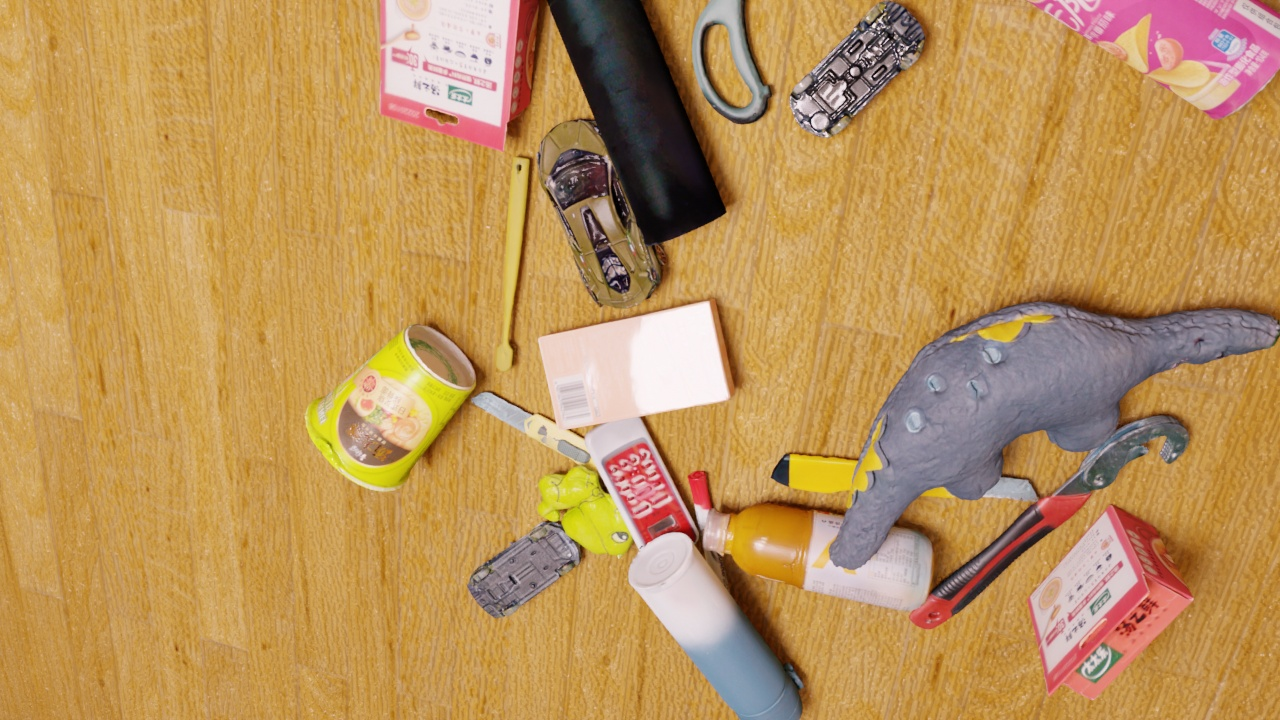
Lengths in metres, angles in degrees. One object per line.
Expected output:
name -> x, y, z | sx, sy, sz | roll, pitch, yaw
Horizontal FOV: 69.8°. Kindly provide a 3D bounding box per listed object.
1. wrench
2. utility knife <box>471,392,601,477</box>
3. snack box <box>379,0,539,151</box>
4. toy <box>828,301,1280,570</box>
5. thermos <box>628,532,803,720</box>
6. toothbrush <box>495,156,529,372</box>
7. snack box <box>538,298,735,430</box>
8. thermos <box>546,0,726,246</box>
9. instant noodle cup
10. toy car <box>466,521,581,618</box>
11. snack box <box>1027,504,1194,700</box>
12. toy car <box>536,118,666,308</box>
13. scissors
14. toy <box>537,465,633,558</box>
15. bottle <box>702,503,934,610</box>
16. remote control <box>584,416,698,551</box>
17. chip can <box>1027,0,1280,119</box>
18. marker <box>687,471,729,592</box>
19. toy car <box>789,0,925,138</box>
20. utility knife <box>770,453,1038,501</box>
wrench -> 0.321, 0.138, 0.747 | 0.056, 0.016, 0.274 | 31, 118, -21
utility knife -> -0.063, 0.080, 0.840 | 0.204, 0.021, 0.031 | 31, 110, 7
snack box -> -0.143, -0.243, 0.716 | 0.113, 0.044, 0.127 | 19, 127, 8
toy -> 0.274, 0.030, 0.679 | 0.357, 0.091, 0.138 | -30, 99, 15
thermos -> 0.073, 0.249, 0.816 | 0.070, 0.070, 0.220 | -26, 115, 22
toothbrush -> -0.109, -0.080, 0.791 | 0.016, 0.016, 0.190 | 12, 111, 12
snack box -> -0.005, 0.005, 0.778 | 0.157, 0.026, 0.084 | -11, 93, 18
thermos -> 0.000, -0.214, 0.685 | 0.090, 0.068, 0.242 | -21, 103, 4
instant noodle cup -> -0.215, 0.035, 0.818 | 0.111, 0.111, 0.124 | 44, 107, -4
toy car -> -0.111, 0.200, 0.884 | 0.121, 0.036, 0.054 | -37, 96, 14
snack box -> 0.356, 0.190, 0.702 | 0.044, 0.126, 0.113 | 30, 115, 3
toy car -> -0.035, -0.117, 0.744 | 0.070, 0.042, 0.158 | -20, 100, 20
scissors -> 0.104, -0.257, 0.666 | 0.171, 0.019, 0.170 | 7, 113, 11
toy -> -0.045, 0.140, 0.844 | 0.097, 0.031, 0.100 | -18, 109, 19
bottle -> 0.148, 0.162, 0.780 | 0.190, 0.067, 0.068 | 9, 112, 12
remote control -> 0.001, 0.114, 0.814 | 0.056, 0.020, 0.136 | -27, 97, -4
chip can -> 0.305, -0.240, 0.588 | 0.210, 0.071, 0.072 | 33, 114, 1
marker -> 0.065, 0.169, 0.834 | 0.017, 0.017, 0.145 | -7, 107, 17
toy car -> 0.155, -0.208, 0.662 | 0.049, 0.031, 0.106 | 46, 113, -4
utility knife -> 0.217, 0.100, 0.767 | 0.216, 0.015, 0.033 | 4, 111, 14
